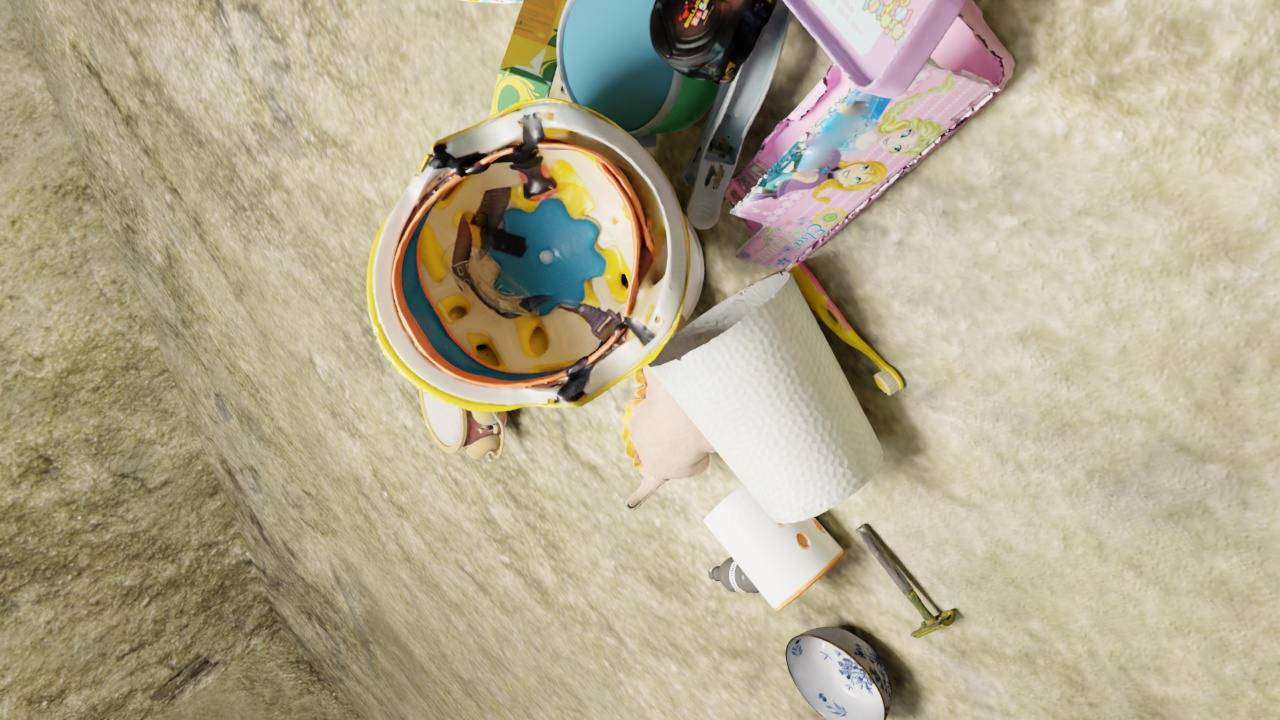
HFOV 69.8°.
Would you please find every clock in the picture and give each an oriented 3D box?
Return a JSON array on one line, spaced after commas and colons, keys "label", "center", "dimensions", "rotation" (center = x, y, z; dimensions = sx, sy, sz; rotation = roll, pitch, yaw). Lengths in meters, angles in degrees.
[{"label": "clock", "center": [-0.210, 0.060, 1.164], "dimensions": [0.159, 0.081, 0.117], "rotation": [42, 132, 37]}, {"label": "clock", "center": [0.010, -0.244, 0.678], "dimensions": [0.122, 0.075, 0.162], "rotation": [46, 131, 18]}]

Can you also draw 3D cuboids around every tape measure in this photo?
[{"label": "tape measure", "center": [0.043, -0.218, 0.592], "dimensions": [0.072, 0.042, 0.071], "rotation": [35, 109, 27]}]

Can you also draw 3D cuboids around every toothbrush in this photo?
[{"label": "toothbrush", "center": [0.154, -0.028, 0.709], "dimensions": [0.135, 0.016, 0.021], "rotation": [51, 152, 9]}]

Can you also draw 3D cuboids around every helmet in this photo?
[{"label": "helmet", "center": [-0.073, -0.076, 0.693], "dimensions": [0.240, 0.139, 0.209], "rotation": [-27, 97, 17]}]

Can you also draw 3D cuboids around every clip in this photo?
[{"label": "clip", "center": [0.065, -0.180, 0.658], "dimensions": [0.027, 0.090, 0.163], "rotation": [17, 114, -9]}]

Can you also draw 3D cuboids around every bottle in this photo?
[{"label": "bottle", "center": [0.108, 0.219, 0.937], "dimensions": [0.110, 0.036, 0.036], "rotation": [-16, 103, 54]}]

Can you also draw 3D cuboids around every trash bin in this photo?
[{"label": "trash bin", "center": [0.104, 0.033, 0.724], "dimensions": [0.161, 0.133, 0.134], "rotation": [56, 146, -8]}]

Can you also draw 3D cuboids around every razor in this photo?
[{"label": "razor", "center": [0.221, 0.186, 0.789], "dimensions": [0.106, 0.026, 0.043], "rotation": [54, 147, 13]}]

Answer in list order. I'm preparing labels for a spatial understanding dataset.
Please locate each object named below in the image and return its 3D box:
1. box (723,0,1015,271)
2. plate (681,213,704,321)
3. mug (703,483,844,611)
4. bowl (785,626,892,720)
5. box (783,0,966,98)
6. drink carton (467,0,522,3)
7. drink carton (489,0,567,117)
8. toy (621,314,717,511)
[{"label": "box", "center": [0.122, -0.136, 0.600], "dimensions": [0.084, 0.090, 0.231], "rotation": [54, 145, 4]}, {"label": "plate", "center": [-0.029, -0.089, 0.825], "dimensions": [0.174, 0.036, 0.174], "rotation": [2, 120, 4]}, {"label": "mug", "center": [0.121, 0.162, 0.839], "dimensions": [0.105, 0.082, 0.082], "rotation": [49, 144, 14]}, {"label": "bowl", "center": [0.198, 0.298, 0.881], "dimensions": [0.114, 0.045, 0.114], "rotation": [31, 137, 34]}, {"label": "box", "center": [0.101, -0.252, 0.491], "dimensions": [0.140, 0.062, 0.214], "rotation": [76, 173, -53]}, {"label": "drink carton", "center": [-0.137, -0.339, 0.806], "dimensions": [0.129, 0.038, 0.044], "rotation": [23, 132, 40]}, {"label": "drink carton", "center": [-0.087, -0.249, 0.751], "dimensions": [0.041, 0.122, 0.058], "rotation": [16, 147, -9]}, {"label": "toy", "center": [-0.005, 0.005, 0.817], "dimensions": [0.196, 0.065, 0.264], "rotation": [-34, 110, 16]}]
